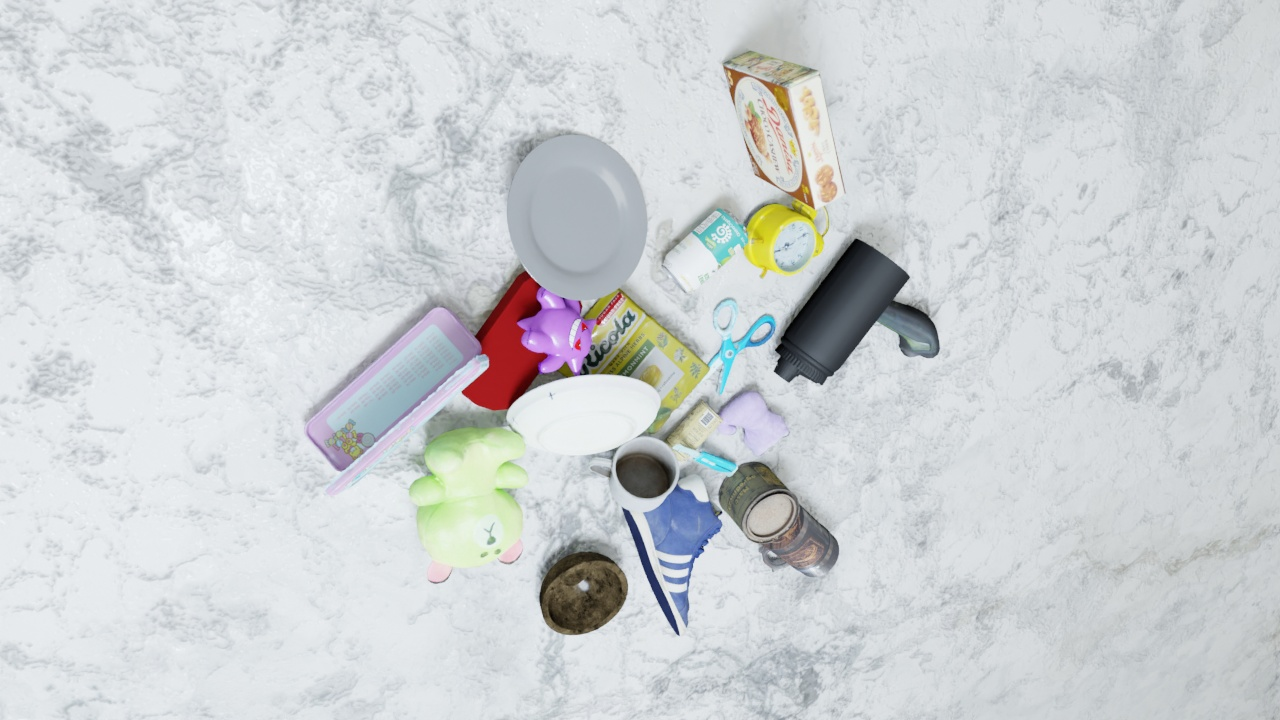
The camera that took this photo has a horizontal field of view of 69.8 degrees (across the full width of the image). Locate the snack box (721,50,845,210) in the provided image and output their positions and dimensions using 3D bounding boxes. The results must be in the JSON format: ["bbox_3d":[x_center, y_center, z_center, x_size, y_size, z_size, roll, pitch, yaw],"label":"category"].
[{"bbox_3d":[0.157,-0.254,1.004,0.041,0.147,0.143,-28,124,-9],"label":"snack box"}]

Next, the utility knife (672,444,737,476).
[{"bbox_3d":[0.083,0.131,1.216,0.022,0.015,0.166,-45,145,15],"label":"utility knife"}]

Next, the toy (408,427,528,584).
[{"bbox_3d":[-0.204,0.163,1.086,0.149,0.107,0.197,-12,130,-38],"label":"toy"}]

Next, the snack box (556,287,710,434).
[{"bbox_3d":[-0.007,0.006,1.124,0.121,0.045,0.181,-48,124,5],"label":"snack box"}]

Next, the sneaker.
[{"bbox_3d":[0.064,0.259,1.265,0.118,0.091,0.233,-26,115,-14],"label":"sneaker"}]

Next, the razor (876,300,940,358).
[{"bbox_3d":[0.353,-0.048,1.263,0.151,0.053,0.067,23,121,-26],"label":"razor"}]

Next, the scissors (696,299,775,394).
[{"bbox_3d":[0.126,-0.013,1.196,0.118,0.013,0.140,0,113,-25],"label":"scissors"}]

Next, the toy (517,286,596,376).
[{"bbox_3d":[-0.090,-0.030,1.009,0.088,0.056,0.106,28,67,-28],"label":"toy"}]

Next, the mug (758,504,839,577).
[{"bbox_3d":[0.218,0.270,1.352,0.116,0.079,0.107,-29,130,26],"label":"mug"}]

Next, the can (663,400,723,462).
[{"bbox_3d":[0.069,0.094,1.207,0.079,0.038,0.038,-47,124,4],"label":"can"}]

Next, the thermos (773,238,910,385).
[{"bbox_3d":[0.251,-0.052,1.188,0.086,0.086,0.199,31,100,-33],"label":"thermos"}]

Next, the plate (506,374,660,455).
[{"bbox_3d":[-0.065,0.073,1.077,0.182,0.034,0.183,-7,152,-4],"label":"plate"}]

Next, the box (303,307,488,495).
[{"bbox_3d":[-0.266,0.040,0.970,0.214,0.091,0.090,-41,91,3],"label":"box"}]

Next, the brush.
[{"bbox_3d":[-0.142,-0.026,1.047,0.082,0.042,0.173,32,99,-33],"label":"brush"}]

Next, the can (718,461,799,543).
[{"bbox_3d":[0.166,0.199,1.283,0.089,0.074,0.090,-10,119,-20],"label":"can"}]

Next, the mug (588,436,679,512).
[{"bbox_3d":[-0.012,0.144,1.164,0.113,0.084,0.071,9,156,-5],"label":"mug"}]

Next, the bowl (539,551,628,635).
[{"bbox_3d":[-0.083,0.303,1.234,0.121,0.056,0.121,-10,119,-20],"label":"bowl"}]

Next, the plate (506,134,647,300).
[{"bbox_3d":[-0.068,-0.155,0.999,0.178,0.012,0.178,-1,92,-35],"label":"plate"}]

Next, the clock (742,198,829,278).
[{"bbox_3d":[0.182,-0.153,1.123,0.118,0.057,0.083,-31,124,-17],"label":"clock"}]

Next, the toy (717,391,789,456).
[{"bbox_3d":[0.150,0.087,1.244,0.080,0.036,0.099,-36,120,8],"label":"toy"}]

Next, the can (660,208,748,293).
[{"bbox_3d":[0.077,-0.130,1.087,0.101,0.055,0.055,-42,124,0],"label":"can"}]
